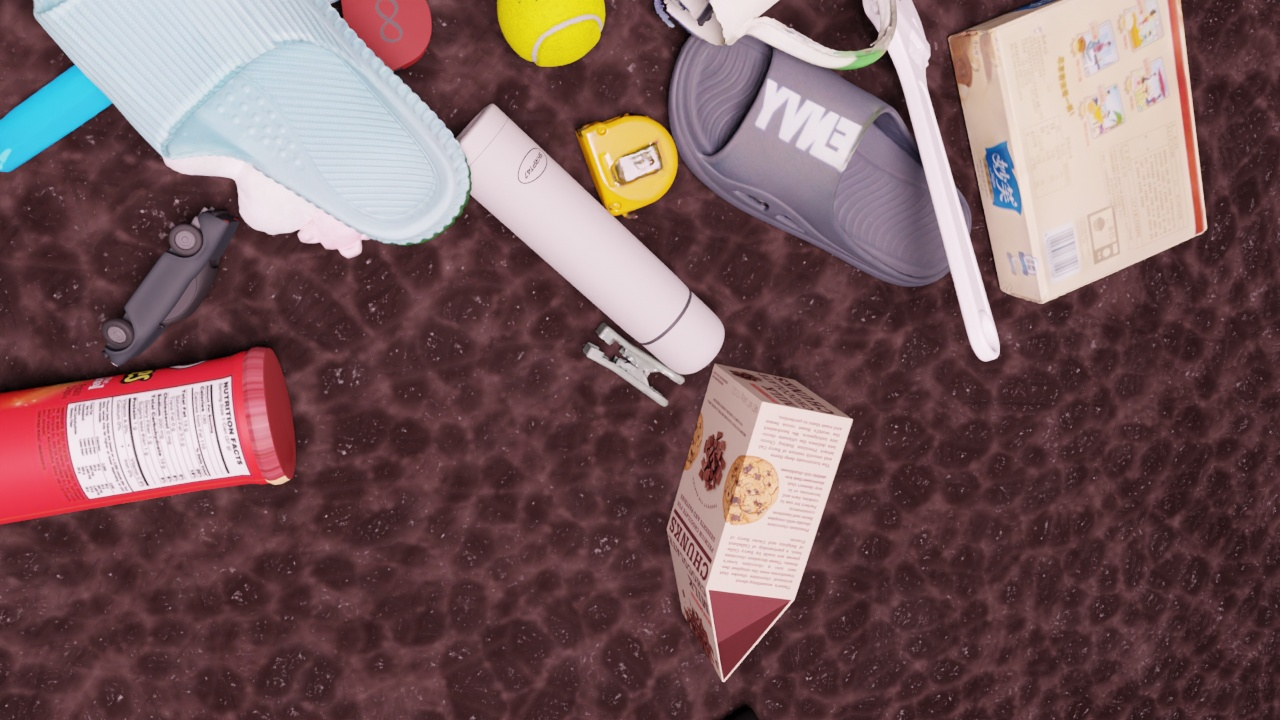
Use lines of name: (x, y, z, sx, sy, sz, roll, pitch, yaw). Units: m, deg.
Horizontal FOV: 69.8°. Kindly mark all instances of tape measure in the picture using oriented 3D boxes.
tape measure: (-0.005, -0.133, 0.616, 0.059, 0.030, 0.068, -22, 111, -6)
tape measure: (-0.154, -0.201, 0.561, 0.051, 0.019, 0.059, -8, 99, -15)

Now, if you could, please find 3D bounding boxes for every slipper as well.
slipper: (0.136, -0.128, 0.629, 0.268, 0.083, 0.111, 29, 98, -22)
slipper: (-0.204, -0.151, 0.480, 0.116, 0.069, 0.276, -41, 122, 14)

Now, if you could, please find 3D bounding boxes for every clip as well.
clip: (-0.004, 0.003, 0.660, 0.076, 0.023, 0.043, 35, 96, -19)

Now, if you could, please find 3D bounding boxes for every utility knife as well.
utility knife: (-0.340, -0.145, 0.529, 0.206, 0.015, 0.031, -38, 110, -6)

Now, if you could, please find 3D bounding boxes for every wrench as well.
wrench: (0.192, -0.131, 0.600, 0.066, 0.018, 0.273, 5, 70, -52)

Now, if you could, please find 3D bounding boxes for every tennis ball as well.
tennis ball: (-0.054, -0.214, 0.560, 0.065, 0.065, 0.065, -4, 106, -14)

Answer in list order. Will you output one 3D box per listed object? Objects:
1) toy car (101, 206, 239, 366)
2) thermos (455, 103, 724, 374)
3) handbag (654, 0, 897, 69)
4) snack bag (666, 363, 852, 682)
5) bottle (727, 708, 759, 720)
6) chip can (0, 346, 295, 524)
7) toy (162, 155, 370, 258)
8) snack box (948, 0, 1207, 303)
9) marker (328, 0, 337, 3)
toy car: (-0.284, -0.044, 0.558, 0.034, 0.046, 0.112, 36, 92, -16)
thermos: (-0.032, -0.073, 0.613, 0.224, 0.052, 0.052, 41, 92, -21)
handbag: (0.088, -0.252, 0.571, 0.151, 0.074, 0.176, -41, 93, -6)
snack bag: (0.073, 0.119, 0.675, 0.070, 0.094, 0.206, 11, 102, -18)
bottle: (0.029, 0.358, 0.751, 0.181, 0.059, 0.059, -30, 111, -5)
chip can: (-0.327, 0.050, 0.552, 0.213, 0.087, 0.087, -9, 108, -12)
toy: (-0.217, -0.113, 0.560, 0.125, 0.037, 0.076, 38, 89, -27)
snack box: (0.328, -0.168, 0.682, 0.153, 0.055, 0.207, -23, 110, -8)
marker: (-0.134, -0.238, 0.547, 0.141, 0.013, 0.013, -29, 111, -16)
